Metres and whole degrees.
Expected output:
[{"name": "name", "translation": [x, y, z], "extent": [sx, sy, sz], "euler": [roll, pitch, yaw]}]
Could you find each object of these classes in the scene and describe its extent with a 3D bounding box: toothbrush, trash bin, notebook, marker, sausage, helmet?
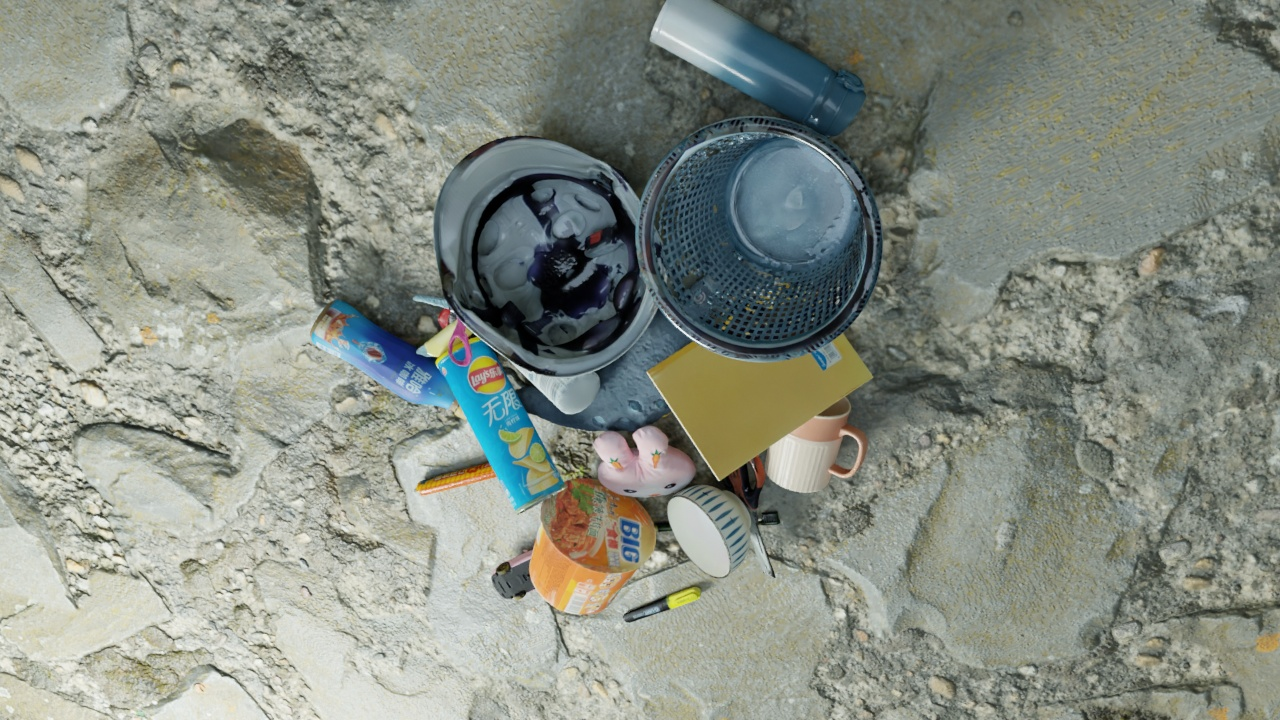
[{"name": "toothbrush", "translation": [0.087, 0.210, 1.187], "extent": [0.186, 0.012, 0.017], "euler": [-6, 107, 15]}, {"name": "trash bin", "translation": [0.132, -0.135, 0.908], "extent": [0.227, 0.194, 0.227], "euler": [7, 112, 18]}, {"name": "notebook", "translation": [0.131, 0.016, 1.009], "extent": [0.206, 0.010, 0.146], "euler": [-34, 84, -4]}, {"name": "marker", "translation": [0.028, 0.336, 1.255], "extent": [0.124, 0.015, 0.018], "euler": [-26, 103, 23]}, {"name": "sausage", "translation": [-0.233, 0.156, 1.224], "extent": [0.165, 0.021, 0.021], "euler": [-16, 110, 18]}, {"name": "helmet", "translation": [-0.094, -0.106, 0.997], "extent": [0.229, 0.146, 0.258], "euler": [-45, 84, -2]}]

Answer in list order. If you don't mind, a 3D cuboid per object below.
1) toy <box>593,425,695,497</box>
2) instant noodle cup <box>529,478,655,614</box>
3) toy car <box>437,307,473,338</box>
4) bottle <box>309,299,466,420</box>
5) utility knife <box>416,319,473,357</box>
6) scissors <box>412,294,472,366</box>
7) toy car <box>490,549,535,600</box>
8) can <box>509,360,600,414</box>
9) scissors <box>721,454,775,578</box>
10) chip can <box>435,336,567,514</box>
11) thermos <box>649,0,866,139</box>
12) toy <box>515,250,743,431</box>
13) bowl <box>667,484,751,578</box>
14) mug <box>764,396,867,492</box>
[{"name": "toy", "translation": [0.001, 0.125, 1.110], "extent": [0.121, 0.054, 0.159], "euler": [-10, 148, 13]}, {"name": "instant noodle cup", "translation": [-0.069, 0.242, 1.166], "extent": [0.151, 0.151, 0.112], "euler": [24, 125, 0]}, {"name": "toy car", "translation": [-0.203, -0.071, 1.110], "extent": [0.049, 0.031, 0.106], "euler": [39, 114, -8]}, {"name": "bottle", "translation": [-0.303, 0.005, 1.147], "extent": [0.218, 0.065, 0.065], "euler": [31, 116, -4]}, {"name": "utility knife", "translation": [-0.201, -0.049, 1.091], "extent": [0.163, 0.018, 0.031], "euler": [-37, 105, 8]}, {"name": "scissors", "translation": [-0.206, -0.056, 1.075], "extent": [0.133, 0.017, 0.135], "euler": [10, 93, 11]}, {"name": "toy car", "translation": [-0.146, 0.286, 1.259], "extent": [0.122, 0.037, 0.056], "euler": [-25, 110, 8]}, {"name": "can", "translation": [-0.111, 0.000, 1.065], "extent": [0.147, 0.058, 0.058], "euler": [40, 123, 36]}, {"name": "scissors", "translation": [0.138, 0.178, 1.125], "extent": [0.206, 0.015, 0.194], "euler": [52, 150, 14]}, {"name": "chip can", "translation": [-0.168, 0.077, 1.106], "extent": [0.071, 0.071, 0.210], "euler": [-32, 82, 23]}, {"name": "thermos", "translation": [0.119, -0.299, 0.919], "extent": [0.220, 0.070, 0.070], "euler": [28, 117, -2]}, {"name": "toy", "translation": [-0.006, 0.006, 1.079], "extent": [0.357, 0.091, 0.138], "euler": [-36, 75, 23]}, {"name": "bowl", "translation": [0.094, 0.202, 1.133], "extent": [0.116, 0.066, 0.117], "euler": [39, 144, 35]}, {"name": "mug", "translation": [0.205, 0.094, 1.063], "extent": [0.115, 0.081, 0.106], "euler": [23, 122, 28]}]
